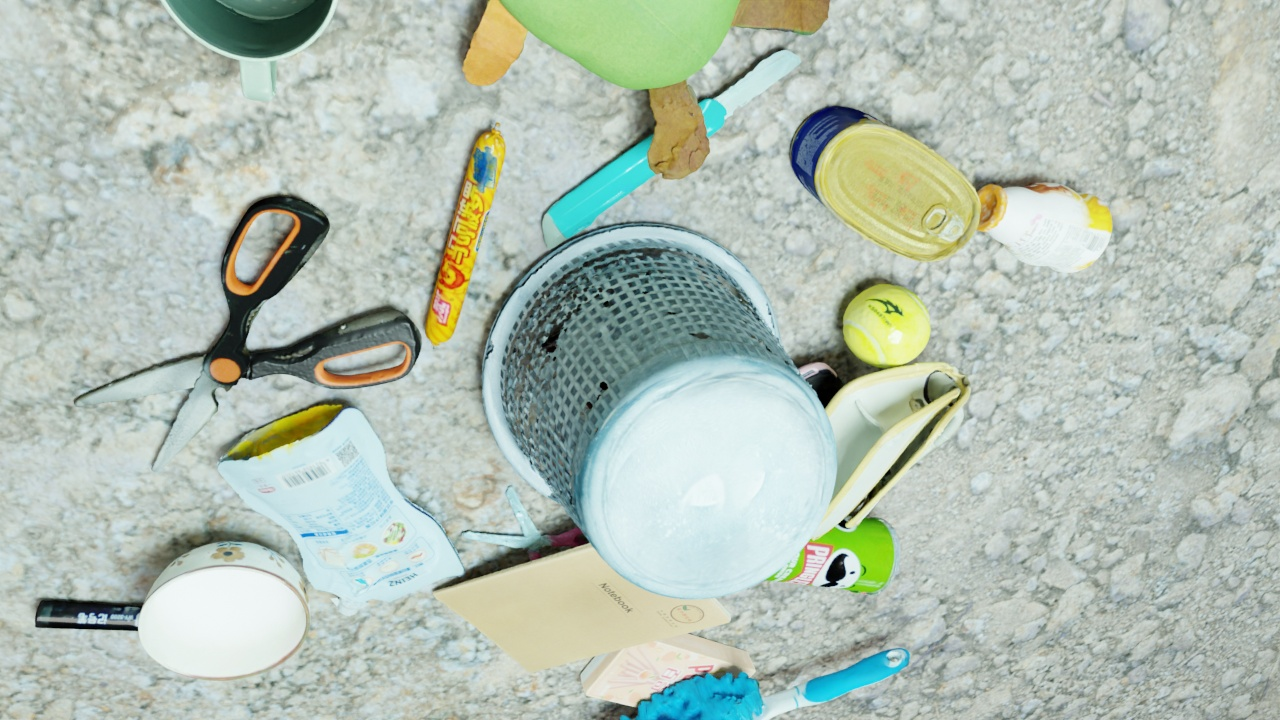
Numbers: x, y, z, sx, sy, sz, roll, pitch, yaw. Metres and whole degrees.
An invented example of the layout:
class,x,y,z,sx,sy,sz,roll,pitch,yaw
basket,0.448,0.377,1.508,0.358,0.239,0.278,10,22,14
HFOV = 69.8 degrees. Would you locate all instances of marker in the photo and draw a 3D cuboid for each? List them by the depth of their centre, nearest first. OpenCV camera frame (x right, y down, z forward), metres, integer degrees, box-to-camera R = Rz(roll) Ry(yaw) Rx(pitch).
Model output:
class,x,y,z,sx,sy,sz,roll,pitch,yaw
marker,-0.381,0.195,0.695,0.132,0.020,0.022,11,146,-25

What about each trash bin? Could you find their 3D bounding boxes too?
class,x,y,z,sx,sy,sz,roll,pitch,yaw
trash bin,0.020,0.039,0.590,0.226,0.195,0.227,-4,108,-13

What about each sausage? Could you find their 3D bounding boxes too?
class,x,y,z,sx,sy,sz,roll,pitch,yaw
sausage,-0.116,-0.078,0.605,0.021,0.021,0.165,10,117,-23

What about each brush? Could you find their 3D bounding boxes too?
class,x,y,z,sx,sy,sz,roll,pitch,yaw
brush,0.118,0.332,0.893,0.314,0.060,0.109,-26,132,-3

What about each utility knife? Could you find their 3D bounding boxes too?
class,x,y,z,sx,sy,sz,roll,pitch,yaw
utility knife,0.017,-0.142,0.613,0.209,0.013,0.029,-34,125,8

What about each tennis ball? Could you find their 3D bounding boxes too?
class,x,y,z,sx,sy,sz,roll,pitch,yaw
tennis ball,0.191,-0.027,0.711,0.065,0.065,0.066,-8,123,-13

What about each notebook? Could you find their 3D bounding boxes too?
class,x,y,z,sx,sy,sz,roll,pitch,yaw
notebook,-0.048,0.206,0.771,0.208,0.008,0.148,-21,129,21

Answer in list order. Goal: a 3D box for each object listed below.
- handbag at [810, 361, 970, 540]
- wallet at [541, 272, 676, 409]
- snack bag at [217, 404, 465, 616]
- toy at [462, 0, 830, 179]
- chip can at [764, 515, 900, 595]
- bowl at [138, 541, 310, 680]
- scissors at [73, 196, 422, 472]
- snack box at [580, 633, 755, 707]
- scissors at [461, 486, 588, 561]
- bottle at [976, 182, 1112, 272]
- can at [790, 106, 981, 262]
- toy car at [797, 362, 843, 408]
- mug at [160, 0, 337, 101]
class,x,y,z,sx,sy,sz,roll,pitch,yaw
handbag,0.211,0.071,0.754,0.178,0.063,0.164,-13,147,-31
wallet,-0.004,0.004,0.696,0.096,0.020,0.122,-35,124,-1
snack bag,-0.218,0.119,0.688,0.110,0.039,0.191,-27,127,-7
toy,-0.017,-0.225,0.505,0.246,0.089,0.227,35,116,-29
chip can,0.112,0.158,0.799,0.235,0.072,0.072,12,117,-24
bowl,-0.304,0.176,0.680,0.113,0.062,0.114,-8,122,-14
scissors,-0.257,-0.014,0.604,0.220,0.021,0.222,2,119,-13
snack box,0.029,0.303,0.891,0.157,0.026,0.085,26,110,-29
scissors,-0.079,0.152,0.769,0.128,0.017,0.133,-20,122,-3
bottle,0.303,-0.105,0.700,0.108,0.063,0.063,9,118,-23
can,0.174,-0.125,0.654,0.148,0.049,0.075,22,112,-28
toy car,0.140,0.047,0.761,0.056,0.037,0.122,-25,138,-5
mug,-0.191,-0.190,0.457,0.082,0.106,0.112,-2,121,-18
